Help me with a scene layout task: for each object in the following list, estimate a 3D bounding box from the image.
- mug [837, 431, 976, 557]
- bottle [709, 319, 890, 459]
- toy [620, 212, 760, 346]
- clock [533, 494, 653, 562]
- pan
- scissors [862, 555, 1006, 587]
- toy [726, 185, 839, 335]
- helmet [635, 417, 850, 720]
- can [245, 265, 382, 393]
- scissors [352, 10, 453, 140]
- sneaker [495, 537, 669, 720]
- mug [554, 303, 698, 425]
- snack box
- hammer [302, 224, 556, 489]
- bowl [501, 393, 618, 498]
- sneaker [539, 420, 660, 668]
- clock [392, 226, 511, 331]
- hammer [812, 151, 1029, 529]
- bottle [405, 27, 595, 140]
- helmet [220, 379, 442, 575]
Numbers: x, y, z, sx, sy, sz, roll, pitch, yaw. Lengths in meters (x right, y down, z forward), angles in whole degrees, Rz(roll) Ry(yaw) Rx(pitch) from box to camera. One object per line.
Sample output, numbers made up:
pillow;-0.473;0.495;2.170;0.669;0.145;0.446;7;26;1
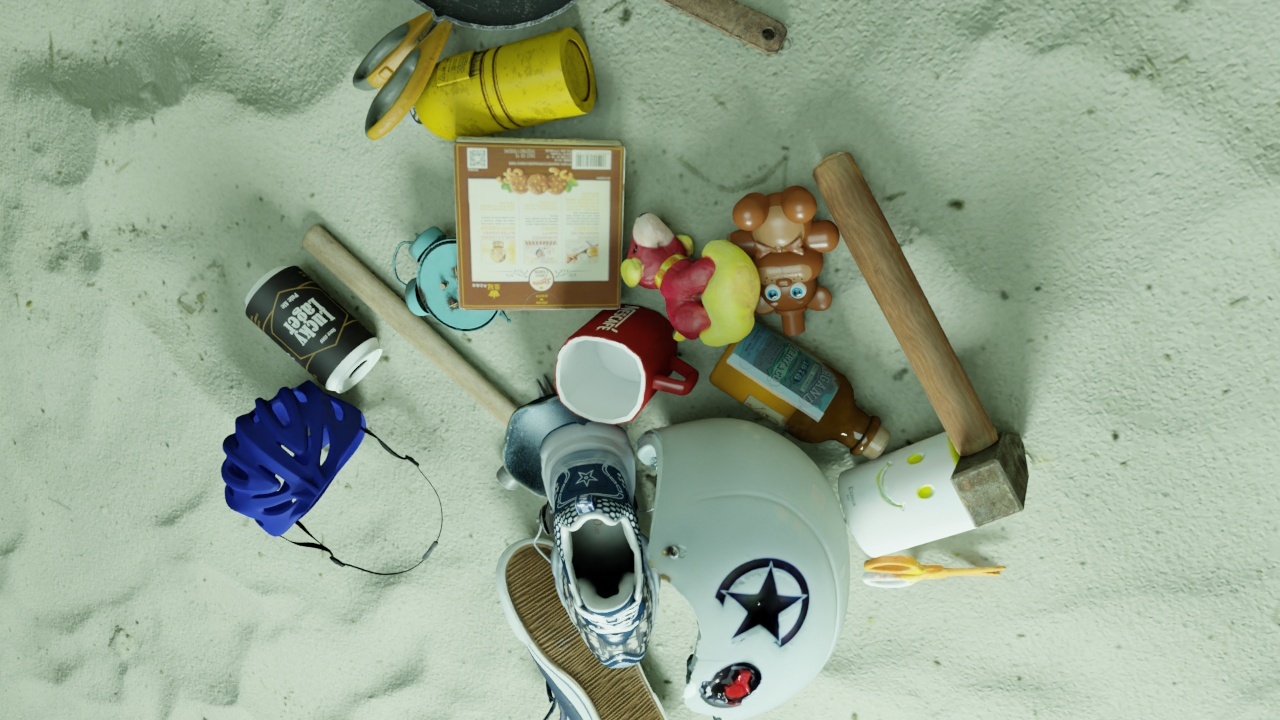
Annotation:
mug;0.234;0.114;0.780;0.106;0.082;0.082;-25;100;26
bottle;0.141;0.031;0.790;0.157;0.067;0.068;33;117;5
toy;0.043;-0.062;0.774;0.137;0.067;0.106;35;124;30
clock;-0.051;0.155;0.915;0.091;0.043;0.123;46;113;-6
pan;-0.043;-0.323;0.719;0.357;0.040;0.207;26;92;-5
scissors;0.264;0.195;0.830;0.133;0.012;0.084;4;151;-1
toy;0.118;-0.080;0.760;0.095;0.065;0.128;-4;113;17
helmet;0.096;0.174;0.784;0.164;0.236;0.264;-12;107;2
can;-0.331;-0.032;0.928;0.128;0.071;0.072;42;117;0
scissors;-0.169;-0.276;0.770;0.226;0.165;0.016;-31;139;25
sneaker;-0.078;0.319;0.973;0.127;0.120;0.294;-13;108;58
mug;-0.005;0.005;0.814;0.116;0.096;0.081;14;113;14
snack box;-0.087;-0.118;0.797;0.143;0.041;0.147;-1;110;-7
hammer;-0.212;-0.018;0.924;0.331;0.030;0.120;43;117;3
bowl;-0.076;0.072;0.865;0.110;0.055;0.110;-3;114;-7
sneaker;-0.033;0.195;0.824;0.103;0.132;0.270;-8;118;-1
clock;-0.177;-0.078;0.867;0.124;0.053;0.090;19;114;12
hammer;0.218;-0.030;0.723;0.037;0.157;0.300;-29;85;26
bottle;-0.127;-0.230;0.783;0.164;0.070;0.071;-6;107;21
helmet;-0.314;0.124;0.939;0.227;0.242;0.147;39;80;-20
